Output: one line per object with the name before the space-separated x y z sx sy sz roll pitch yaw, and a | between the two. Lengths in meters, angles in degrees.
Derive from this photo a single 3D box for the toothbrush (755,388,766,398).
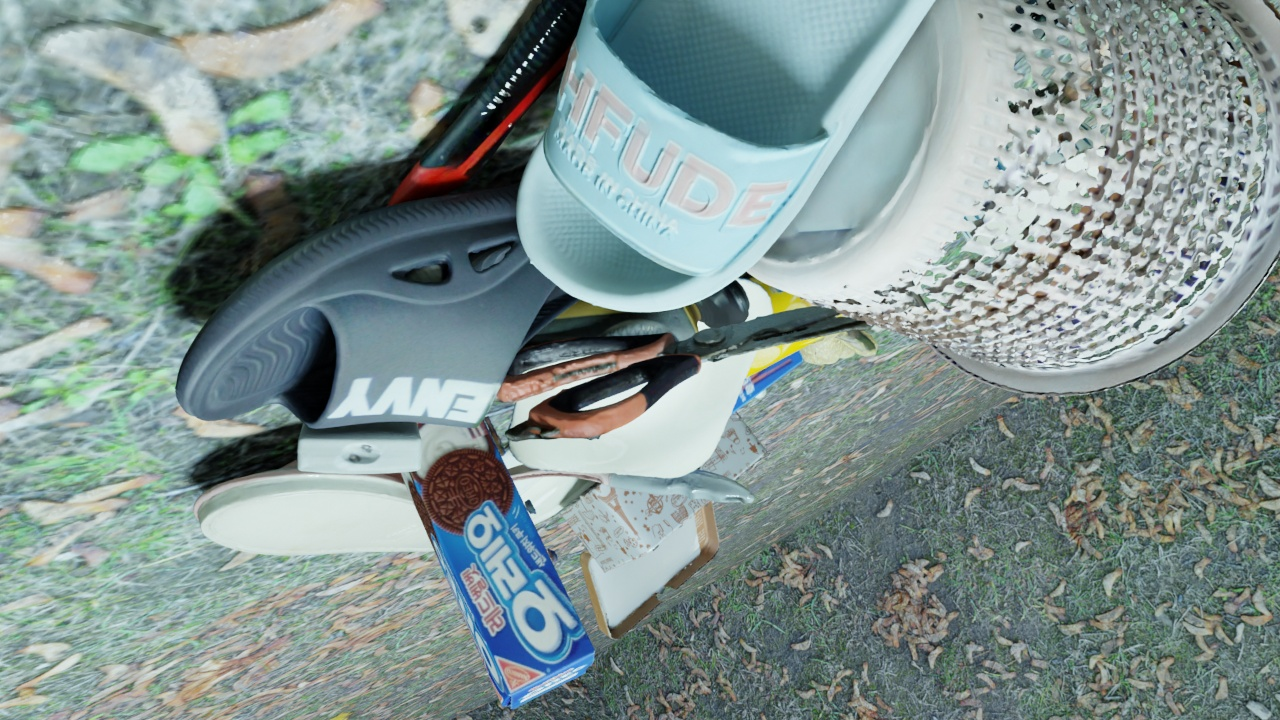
toothbrush | 0.108 0.024 0.869 0.029 0.020 0.189 -31 179 4

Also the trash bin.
trash bin | 0.142 -0.098 0.422 0.191 0.227 0.228 2 146 -36

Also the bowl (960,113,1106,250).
bowl | 0.284 -0.142 0.692 0.116 0.066 0.117 -24 158 -11

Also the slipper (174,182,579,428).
slipper | -0.073 -0.023 0.433 0.267 0.083 0.111 -26 165 -35

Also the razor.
razor | -0.021 -0.032 0.542 0.167 0.067 0.062 -6 -178 -13

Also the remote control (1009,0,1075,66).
remote control | 0.203 -0.179 0.548 0.053 0.024 0.137 -11 153 -43

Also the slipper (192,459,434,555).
slipper | -0.187 0.097 0.648 0.114 0.054 0.274 -27 157 19

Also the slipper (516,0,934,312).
slipper | 0.030 -0.105 0.323 0.246 0.104 0.074 -50 171 35

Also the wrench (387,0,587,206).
wrench | -0.074 -0.094 0.384 0.274 0.016 0.056 -38 164 27

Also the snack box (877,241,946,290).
snack box | 0.226 -0.092 0.805 0.077 0.027 0.156 -25 161 -12

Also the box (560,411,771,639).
box | 0.017 0.162 0.953 0.178 0.125 0.274 -34 152 -29

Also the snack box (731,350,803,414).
snack box | 0.053 0.029 0.767 0.156 0.026 0.085 -34 -164 -26

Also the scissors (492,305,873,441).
scissors | 0.026 0.002 0.488 0.206 0.015 0.196 6 -149 23

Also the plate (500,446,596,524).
plate | -0.078 0.103 0.861 0.266 0.034 0.161 -40 158 31

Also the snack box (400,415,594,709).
snack box | -0.097 0.101 0.558 0.058 0.207 0.057 -22 161 -22

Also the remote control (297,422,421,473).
remote control | -0.146 0.034 0.480 0.056 0.019 0.135 2 -173 -18

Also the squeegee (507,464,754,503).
squeegee | -0.032 0.099 0.753 0.250 0.040 0.248 0 150 6

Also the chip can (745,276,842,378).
chip can | 0.051 -0.009 0.703 0.213 0.072 0.072 -28 162 -5

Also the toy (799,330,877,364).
toy | 0.168 -0.028 0.844 0.105 0.066 0.157 12 174 20

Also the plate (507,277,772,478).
plate | -0.004 0.004 0.619 0.163 0.034 0.164 8 116 -27
